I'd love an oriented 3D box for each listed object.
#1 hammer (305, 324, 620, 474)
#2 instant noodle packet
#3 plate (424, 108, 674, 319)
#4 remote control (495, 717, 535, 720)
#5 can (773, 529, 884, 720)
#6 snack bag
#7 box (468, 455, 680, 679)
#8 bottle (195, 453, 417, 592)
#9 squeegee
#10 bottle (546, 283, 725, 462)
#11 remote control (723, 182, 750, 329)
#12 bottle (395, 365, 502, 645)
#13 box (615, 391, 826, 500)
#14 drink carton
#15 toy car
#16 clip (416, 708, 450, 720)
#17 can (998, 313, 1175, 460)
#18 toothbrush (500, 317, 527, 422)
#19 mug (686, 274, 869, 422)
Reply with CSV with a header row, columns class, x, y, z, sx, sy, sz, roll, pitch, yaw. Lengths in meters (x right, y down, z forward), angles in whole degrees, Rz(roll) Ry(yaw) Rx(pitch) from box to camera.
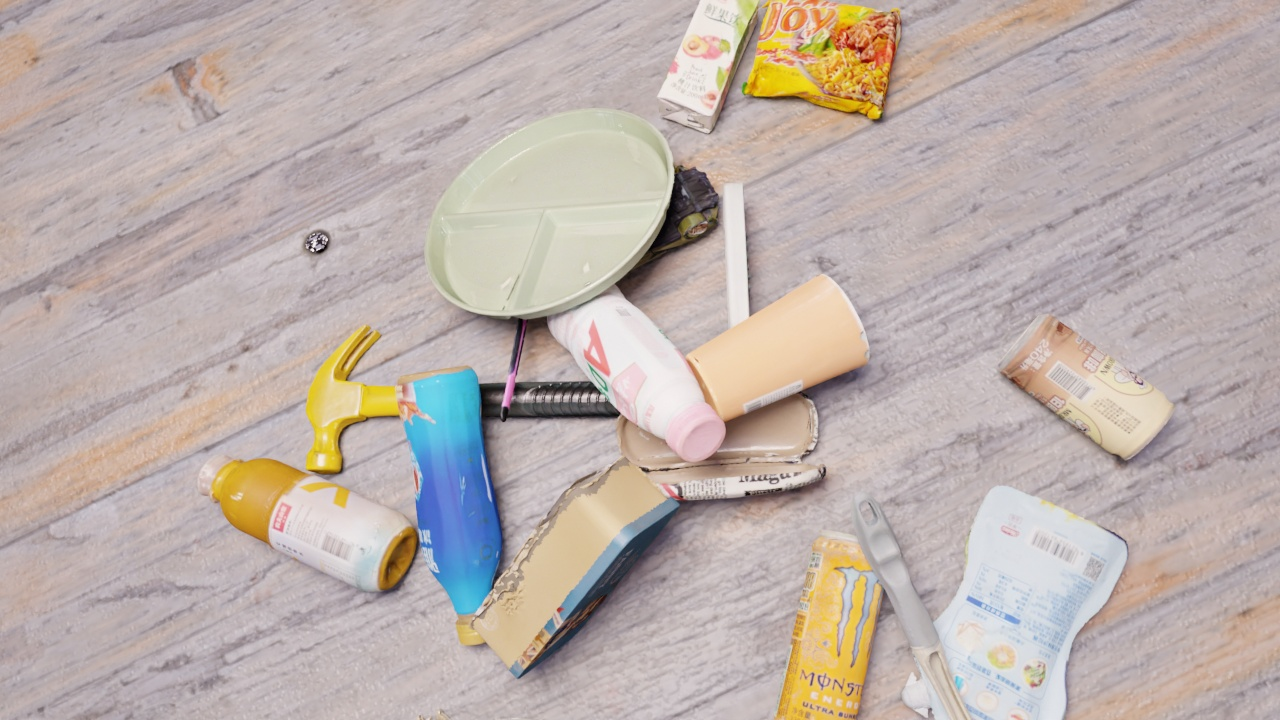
class,x,y,z,sx,sy,sz,roll,pitch,yaw
hammer,-0.141,0.033,0.783,0.301,0.033,0.128,-1,76,8
instant noodle packet,0.162,-0.275,0.817,0.128,0.044,0.110,13,73,12
plate,-0.077,-0.125,0.779,0.230,0.027,0.229,-12,53,16
remote control,-0.097,0.348,0.687,0.058,0.021,0.150,5,75,-17
can,0.143,0.204,0.682,0.058,0.058,0.146,13,78,11
snack bag,0.274,0.197,0.677,0.110,0.039,0.191,26,83,11
box,-0.047,0.148,0.674,0.062,0.089,0.185,45,120,14
bottle,-0.279,0.128,0.758,0.189,0.068,0.068,21,79,13
squeegee,0.205,0.207,0.648,0.246,0.039,0.246,-25,82,0
bottle,-0.004,0.004,0.710,0.068,0.068,0.197,-39,46,-4
remote control,0.081,-0.077,0.768,0.019,0.056,0.135,-2,74,4
bottle,-0.146,0.115,0.728,0.065,0.065,0.218,-9,91,6
box,0.061,0.072,0.716,0.162,0.086,0.076,-4,112,2
drink carton,0.062,-0.272,0.828,0.053,0.045,0.122,21,80,7
toy car,-0.007,-0.115,0.798,0.158,0.042,0.070,-27,72,2
clip,-0.156,0.325,0.709,0.072,0.035,0.100,-19,82,2
can,0.339,0.019,0.703,0.116,0.058,0.058,39,83,16
toothbrush,-0.102,-0.032,0.781,0.018,0.014,0.188,-4,58,19
mug,0.101,-0.004,0.699,0.122,0.078,0.078,-27,73,-5
